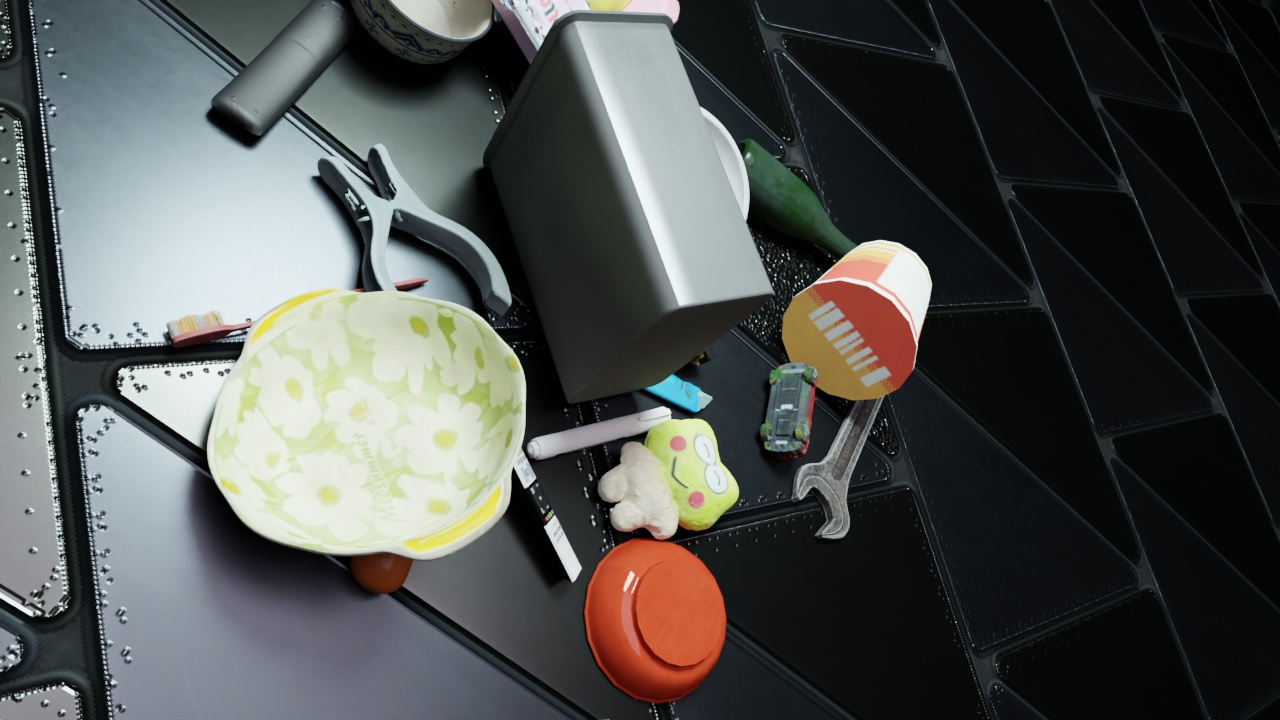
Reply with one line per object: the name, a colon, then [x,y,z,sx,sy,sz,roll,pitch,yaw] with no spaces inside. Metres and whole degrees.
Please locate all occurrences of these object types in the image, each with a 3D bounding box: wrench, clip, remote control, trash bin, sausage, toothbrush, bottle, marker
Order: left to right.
remote control: [-0.261,-0.224,0.685,0.041,0.020,0.151,34,52,-16]
toothbrush: [-0.227,-0.039,0.631,0.184,0.015,0.015,-19,78,-39]
clip: [-0.186,-0.075,0.653,0.172,0.029,0.142,47,46,1]
sausage: [-0.144,0.079,0.619,0.044,0.039,0.163,44,51,-24]
remote control: [-0.076,0.101,0.659,0.124,0.012,0.028,64,9,-3]
marker: [-0.030,0.056,0.719,0.133,0.020,0.017,-11,67,-37]
trash bin: [-0.019,-0.105,0.677,0.097,0.192,0.219,-11,74,-31]
bottle: [0.155,-0.148,0.915,0.174,0.055,0.055,34,55,-20]
wrench: [0.212,0.059,0.890,0.070,0.010,0.272,44,52,-11]

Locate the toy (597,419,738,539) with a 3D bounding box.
toy: [0.022,0.096,0.722,0.115,0.046,0.092,-19,83,-30]

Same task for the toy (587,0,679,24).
toy: [-0.066,-0.383,0.846,0.238,0.088,0.190,20,79,-20]

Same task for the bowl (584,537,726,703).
bowl: [0.020,0.190,0.684,0.122,0.035,0.121,14,62,-29]

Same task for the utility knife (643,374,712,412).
utility knife: [-0.005,0.004,0.764,0.158,0.015,0.031,28,60,-23]

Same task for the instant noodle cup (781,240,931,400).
instant noodle cup: [0.216,-0.047,0.877,0.123,0.124,0.120,49,44,-6]

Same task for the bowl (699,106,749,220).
bowl: [0.029,-0.157,0.830,0.149,0.043,0.149,3,84,-34]

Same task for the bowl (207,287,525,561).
bowl: [-0.164,0.046,0.577,0.188,0.060,0.219,-33,61,-24]

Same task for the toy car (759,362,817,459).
toy car: [0.136,0.044,0.824,0.036,0.042,0.091,39,54,-51]

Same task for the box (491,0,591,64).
box: [-0.065,-0.271,0.782,0.202,0.045,0.086,57,49,-29]

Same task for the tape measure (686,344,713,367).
tape measure: [0.029,-0.026,0.787,0.062,0.038,0.067,3,71,-42]

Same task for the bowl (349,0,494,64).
bowl: [-0.182,-0.290,0.738,0.115,0.059,0.115,21,56,-35]
